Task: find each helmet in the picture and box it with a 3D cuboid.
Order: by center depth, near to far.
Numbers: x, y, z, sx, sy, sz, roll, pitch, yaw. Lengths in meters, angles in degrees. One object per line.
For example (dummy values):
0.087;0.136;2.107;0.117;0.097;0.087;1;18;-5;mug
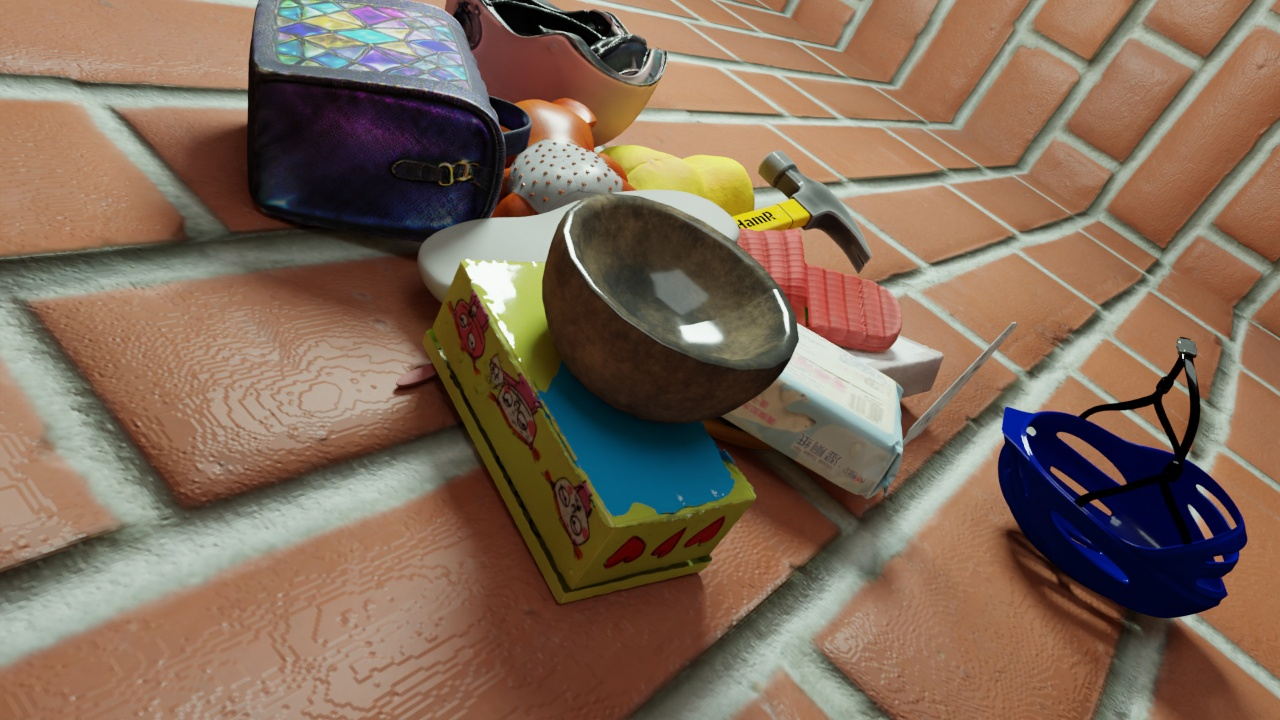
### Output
0.422;0.096;0.759;0.241;0.228;0.147;32;39;6;helmet
-0.109;-0.325;1.015;0.255;0.153;0.229;37;32;16;helmet

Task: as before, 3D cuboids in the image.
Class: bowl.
0.012;-0.027;0.570;0.162;0.070;0.162;21;36;-16;bowl

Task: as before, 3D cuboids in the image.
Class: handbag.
-0.199;-0.202;0.748;0.221;0.126;0.204;2;38;-22;handbag

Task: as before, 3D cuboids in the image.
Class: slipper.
-0.046;-0.070;0.736;0.265;0.081;0.113;-16;43;-29;slipper
0.133;-0.072;0.825;0.248;0.059;0.103;11;53;-16;slipper

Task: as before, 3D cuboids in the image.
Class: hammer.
0.103;-0.127;0.920;0.323;0.034;0.170;-22;63;-41;hammer

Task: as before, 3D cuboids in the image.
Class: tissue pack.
0.124;0.026;0.731;0.182;0.070;0.111;30;31;1;tissue pack
0.205;0.014;0.873;0.104;0.071;0.181;32;24;36;tissue pack

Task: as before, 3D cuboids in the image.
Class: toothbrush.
-0.111;-0.010;0.668;0.015;0.016;0.184;39;32;15;toothbrush
0.234;0.036;0.731;0.010;0.182;0.010;28;26;-17;toothbrush

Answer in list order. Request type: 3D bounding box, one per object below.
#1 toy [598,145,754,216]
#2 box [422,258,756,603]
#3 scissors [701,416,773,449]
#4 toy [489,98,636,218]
0.047;-0.182;1.003;0.193;0.088;0.134;-3;47;-45;toy
-0.038;0.036;0.588;0.124;0.082;0.221;-5;50;-41;box
0.034;0.044;0.712;0.227;0.016;0.134;-13;51;-49;scissors
-0.086;-0.171;0.843;0.163;0.093;0.172;-14;54;-17;toy
